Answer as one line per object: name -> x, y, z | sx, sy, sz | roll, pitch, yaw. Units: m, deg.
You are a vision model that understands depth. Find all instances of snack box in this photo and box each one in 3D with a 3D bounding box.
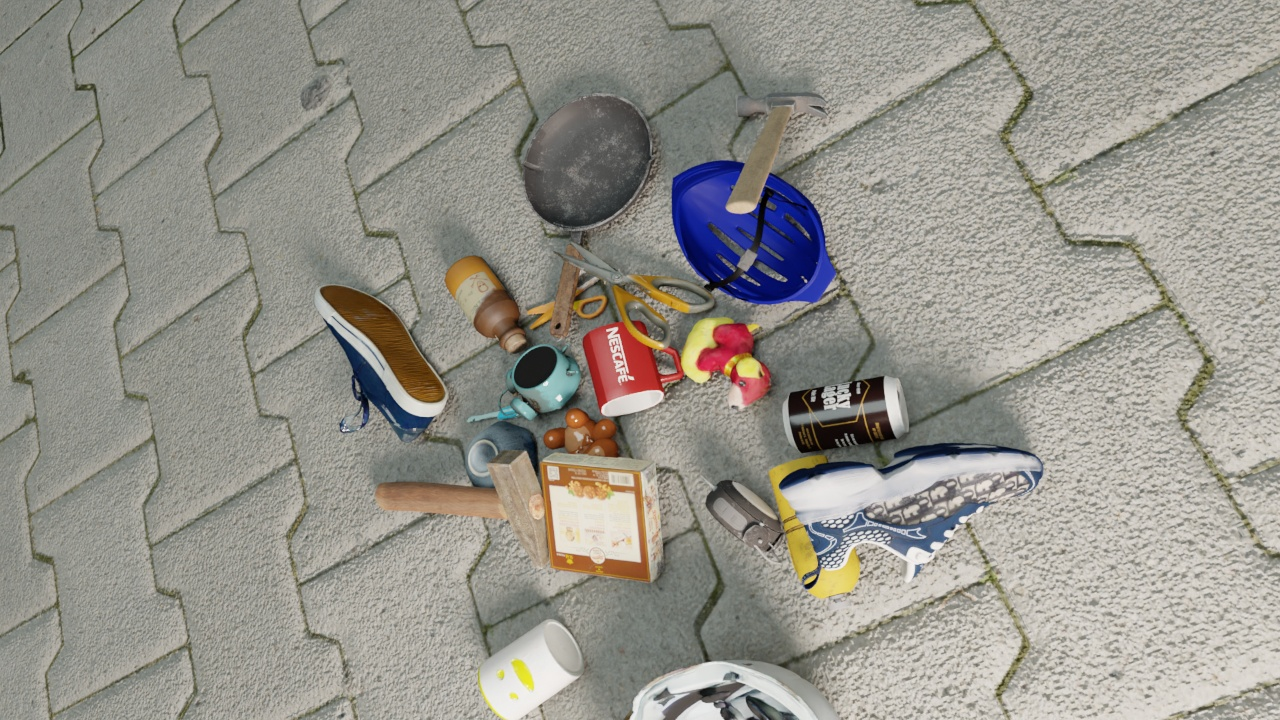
snack box -> -0.048, 0.191, 1.126 | 0.143, 0.041, 0.147 | 1, 104, 27

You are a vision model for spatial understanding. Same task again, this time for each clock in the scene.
clock -> 0.123, 0.177, 1.049 | 0.123, 0.091, 0.044 | 42, 97, 33
clock -> -0.140, 0.029, 1.224 | 0.124, 0.053, 0.090 | -31, 45, 9

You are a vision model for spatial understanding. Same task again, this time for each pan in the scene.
pan -> -0.081, -0.196, 1.265 | 0.208, 0.040, 0.356 | 4, 80, 26

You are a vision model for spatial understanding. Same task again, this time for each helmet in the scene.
helmet -> 0.103, 0.435, 0.960 | 0.264, 0.163, 0.236 | -36, 61, 21
helmet -> 0.110, -0.150, 1.057 | 0.241, 0.227, 0.148 | 37, 110, 15

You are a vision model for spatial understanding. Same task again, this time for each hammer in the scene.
hammer -> 0.143, -0.249, 1.055 | 0.119, 0.330, 0.031 | 1, 122, 18
hammer -> -0.247, 0.193, 1.231 | 0.301, 0.037, 0.158 | -2, 116, 35

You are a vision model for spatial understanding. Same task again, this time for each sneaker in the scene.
sneaker -> -0.402, 0.009, 1.350 | 0.294, 0.120, 0.127 | 48, 122, 24
sneaker -> 0.287, 0.161, 0.957 | 0.269, 0.103, 0.132 | -10, 87, 0

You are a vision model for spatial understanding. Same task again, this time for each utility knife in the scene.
utility knife -> -0.173, 0.071, 1.260 | 0.159, 0.015, 0.022 | -14, 49, 23

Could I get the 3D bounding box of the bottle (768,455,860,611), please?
bottle -> 0.198, 0.195, 1.023 | 0.071, 0.071, 0.163 | -21, 70, 20

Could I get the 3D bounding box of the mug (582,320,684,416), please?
mug -> -0.007, 0.007, 1.164 | 0.116, 0.081, 0.096 | -13, 70, -8

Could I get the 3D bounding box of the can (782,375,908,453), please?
can -> 0.231, 0.061, 1.036 | 0.129, 0.072, 0.071 | -12, 73, 23

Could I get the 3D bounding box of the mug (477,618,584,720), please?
mug -> -0.135, 0.381, 1.132 | 0.106, 0.082, 0.082 | -37, 65, 12

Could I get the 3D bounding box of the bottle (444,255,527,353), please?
bottle -> -0.209, -0.072, 1.282 | 0.068, 0.067, 0.157 | -43, 64, 10

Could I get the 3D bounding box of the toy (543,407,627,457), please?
toy -> -0.059, 0.124, 1.168 | 0.095, 0.065, 0.127 | -48, 68, 19

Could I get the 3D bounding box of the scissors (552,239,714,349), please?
scissors -> -0.009, -0.100, 1.179 | 0.165, 0.016, 0.225 | -27, 56, -27

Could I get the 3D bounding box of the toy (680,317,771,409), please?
toy -> 0.110, -0.004, 1.122 | 0.105, 0.067, 0.137 | -49, 51, 5

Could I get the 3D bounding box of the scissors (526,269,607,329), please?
scissors -> -0.107, -0.088, 1.268 | 0.133, 0.012, 0.083 | -11, 72, 22

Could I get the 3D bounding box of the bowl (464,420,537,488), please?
bowl -> -0.197, 0.134, 1.235 | 0.110, 0.055, 0.110 | -6, 75, 25
